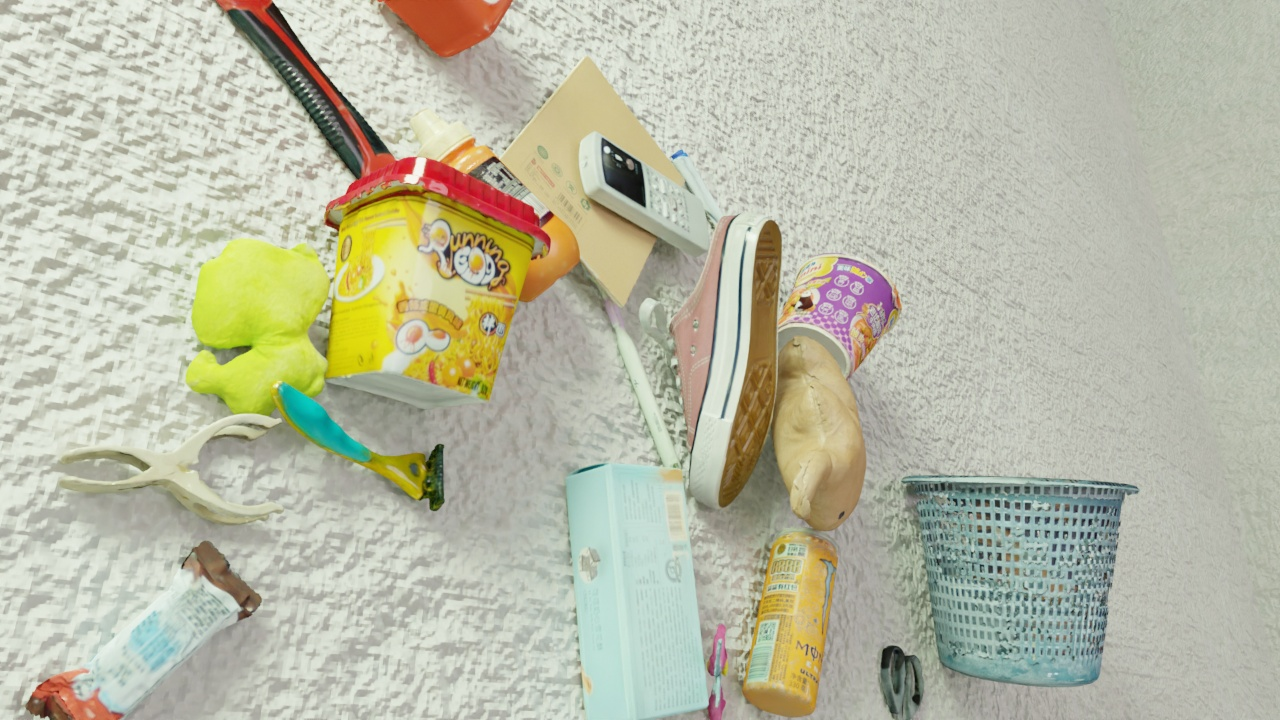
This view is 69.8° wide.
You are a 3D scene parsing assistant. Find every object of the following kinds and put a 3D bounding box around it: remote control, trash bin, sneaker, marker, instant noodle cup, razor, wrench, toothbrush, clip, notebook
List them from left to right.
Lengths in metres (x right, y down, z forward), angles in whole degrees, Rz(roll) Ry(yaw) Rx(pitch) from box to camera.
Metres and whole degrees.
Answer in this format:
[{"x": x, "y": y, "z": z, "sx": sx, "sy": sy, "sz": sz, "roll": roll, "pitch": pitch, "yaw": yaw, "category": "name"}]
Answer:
[{"x": -0.227, "y": 0.045, "z": 0.467, "sx": 0.102, "sy": 0.035, "sz": 0.094, "roll": 31, "pitch": 57, "yaw": -26, "category": "clip"}, {"x": -0.237, "y": -0.207, "z": 0.575, "sx": 0.273, "sy": 0.016, "sz": 0.056, "roll": 51, "pitch": 44, "yaw": -20, "category": "wrench"}, {"x": -0.162, "y": 0.046, "z": 0.526, "sx": 0.132, "sy": 0.028, "sz": 0.043, "roll": 42, "pitch": 33, "yaw": -47, "category": "razor"}, {"x": -0.130, "y": -0.040, "z": 0.556, "sx": 0.116, "sy": 0.116, "sz": 0.123, "roll": 21, "pitch": 71, "yaw": -41, "category": "instant noodle cup"}, {"x": -0.032, "y": -0.155, "z": 0.762, "sx": 0.148, "sy": 0.008, "sz": 0.207, "roll": 48, "pitch": 37, "yaw": -22, "category": "notebook"}, {"x": -0.004, "y": 0.004, "z": 0.734, "sx": 0.029, "sy": 0.020, "sz": 0.189, "roll": -19, "pitch": 88, "yaw": -24, "category": "toothbrush"}, {"x": 0.007, "y": -0.138, "z": 0.775, "sx": 0.150, "sy": 0.021, "sz": 0.058, "roll": 23, "pitch": 52, "yaw": -45, "category": "remote control"}, {"x": 0.058, "y": -0.002, "z": 0.754, "sx": 0.118, "sy": 0.088, "sz": 0.241, "roll": -3, "pitch": 100, "yaw": -59, "category": "sneaker"}, {"x": 0.073, "y": -0.137, "z": 0.880, "sx": 0.146, "sy": 0.017, "sz": 0.016, "roll": 56, "pitch": 42, "yaw": -14, "category": "marker"}, {"x": 0.183, "y": -0.034, "z": 0.894, "sx": 0.111, "sy": 0.112, "sz": 0.099, "roll": 53, "pitch": 52, "yaw": -18, "category": "instant noodle cup"}, {"x": 0.382, "y": 0.220, "z": 0.935, "sx": 0.226, "sy": 0.227, "sz": 0.195, "roll": 12, "pitch": 78, "yaw": -44, "category": "trash bin"}]

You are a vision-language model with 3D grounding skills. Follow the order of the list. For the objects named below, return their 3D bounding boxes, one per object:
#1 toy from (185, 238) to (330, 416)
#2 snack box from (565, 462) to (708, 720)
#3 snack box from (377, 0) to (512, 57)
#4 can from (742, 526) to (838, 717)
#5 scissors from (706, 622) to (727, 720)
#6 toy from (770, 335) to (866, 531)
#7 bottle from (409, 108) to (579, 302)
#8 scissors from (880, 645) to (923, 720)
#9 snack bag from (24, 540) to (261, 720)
[{"x": -0.211, "y": -0.021, "z": 0.508, "sx": 0.096, "sy": 0.031, "sz": 0.100, "roll": -30, "pitch": 94, "yaw": -35, "category": "toy"}, {"x": -0.004, "y": 0.160, "z": 0.644, "sx": 0.074, "sy": 0.052, "sz": 0.174, "roll": 10, "pitch": 67, "yaw": -43, "category": "snack box"}, {"x": -0.137, "y": -0.277, "z": 0.667, "sx": 0.080, "sy": 0.082, "sz": 0.091, "roll": 49, "pitch": 44, "yaw": -36, "category": "snack box"}, {"x": 0.126, "y": 0.213, "z": 0.756, "sx": 0.058, "sy": 0.058, "sz": 0.145, "roll": 42, "pitch": 47, "yaw": -27, "category": "can"}, {"x": 0.054, "y": 0.235, "z": 0.653, "sx": 0.135, "sy": 0.017, "sz": 0.108, "roll": 38, "pitch": 57, "yaw": -84, "category": "scissors"}, {"x": 0.148, "y": 0.077, "z": 0.764, "sx": 0.225, "sy": 0.082, "sz": 0.143, "roll": -81, "pitch": 152, "yaw": -63, "category": "toy"}, {"x": -0.108, "y": -0.113, "z": 0.644, "sx": 0.149, "sy": 0.067, "sz": 0.066, "roll": 51, "pitch": 43, "yaw": -9, "category": "bottle"}, {"x": 0.236, "y": 0.353, "z": 0.855, "sx": 0.174, "sy": 0.014, "sz": 0.133, "roll": -41, "pitch": 106, "yaw": -45, "category": "scissors"}, {"x": -0.228, "y": 0.134, "z": 0.431, "sx": 0.045, "sy": 0.026, "sz": 0.105, "roll": 49, "pitch": 43, "yaw": -9, "category": "snack bag"}]
